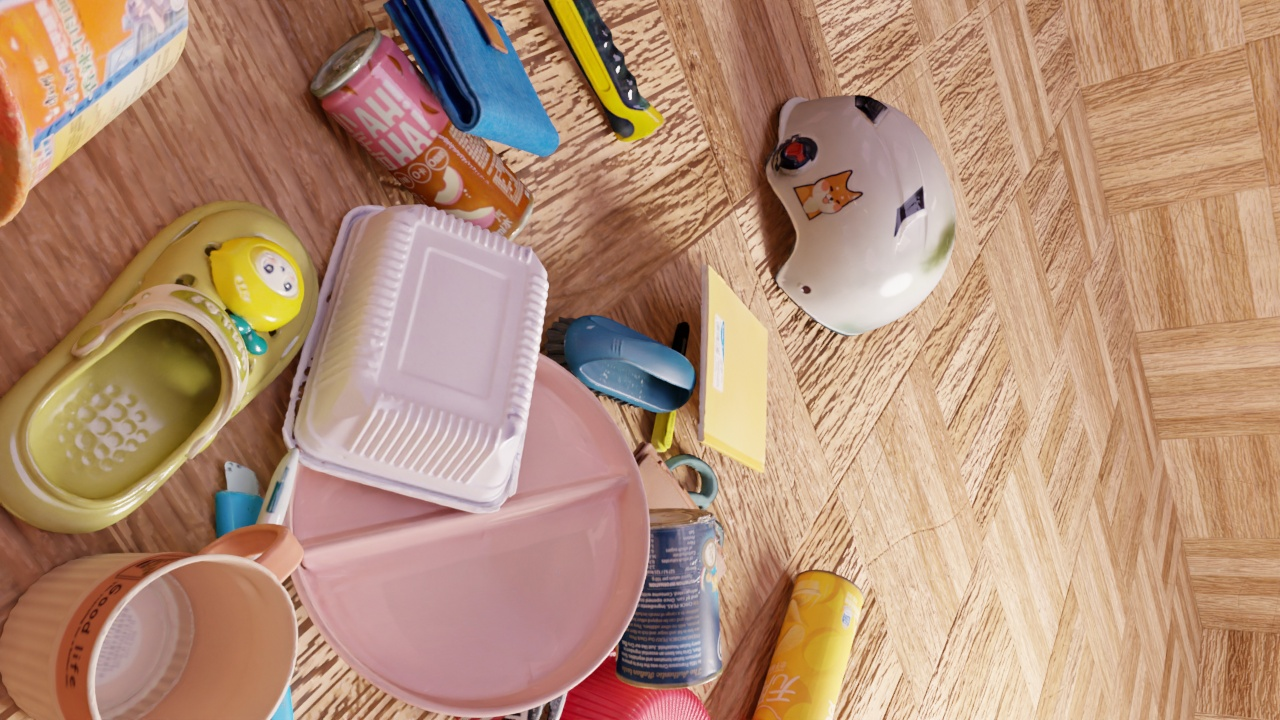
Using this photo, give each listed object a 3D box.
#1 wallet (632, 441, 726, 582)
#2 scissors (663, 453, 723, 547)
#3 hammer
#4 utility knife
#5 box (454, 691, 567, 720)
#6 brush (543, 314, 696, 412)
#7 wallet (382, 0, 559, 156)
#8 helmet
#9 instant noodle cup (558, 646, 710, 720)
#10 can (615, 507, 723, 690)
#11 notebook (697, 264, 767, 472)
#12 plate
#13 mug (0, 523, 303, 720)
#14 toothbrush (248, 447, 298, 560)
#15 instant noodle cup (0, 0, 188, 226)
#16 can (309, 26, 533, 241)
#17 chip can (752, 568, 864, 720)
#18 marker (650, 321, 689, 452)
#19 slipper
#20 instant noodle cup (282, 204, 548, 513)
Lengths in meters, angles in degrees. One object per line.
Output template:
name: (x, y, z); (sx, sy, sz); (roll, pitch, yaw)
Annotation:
wallet: (0.011, 0.143, 0.704); (0.107, 0.031, 0.132); (-51, 121, -33)
scissors: (0.015, 0.118, 0.749); (0.185, 0.019, 0.129); (21, 69, -49)
hammer: (-0.070, -0.288, 0.657); (0.323, 0.126, 0.031); (56, 37, -44)
utility knife: (-0.202, 0.131, 0.476); (0.034, 0.018, 0.159); (-3, 85, -51)
box: (-0.081, 0.160, 0.597); (0.087, 0.076, 0.162); (18, 71, -25)
brush: (-0.004, 0.004, 0.701); (0.143, 0.074, 0.055); (25, 70, -48)
wallet: (-0.103, -0.188, 0.593); (0.106, 0.040, 0.133); (63, 16, 2)
helmet: (0.252, -0.167, 0.984); (0.229, 0.157, 0.273); (13, 74, -50)
instant noodle cup: (-0.005, 0.299, 0.658); (0.193, 0.066, 0.193); (12, 75, -49)
can: (0.017, 0.161, 0.638); (0.075, 0.075, 0.111); (-3, 90, -52)
notebook: (0.085, 0.016, 0.811); (0.206, 0.010, 0.145); (32, 58, -66)
plate: (-0.097, 0.092, 0.548); (0.229, 0.028, 0.229); (15, 61, -29)
mug: (-0.205, 0.115, 0.403); (0.114, 0.106, 0.082); (-51, 123, -43)
toothbrush: (-0.202, 0.135, 0.455); (0.018, 0.016, 0.191); (24, 75, -29)
instant noodle cup: (-0.261, -0.142, 0.352); (0.151, 0.152, 0.111); (58, 36, -27)
can: (-0.132, -0.133, 0.576); (0.147, 0.058, 0.057); (46, 51, -37)
chip can: (0.149, 0.301, 0.845); (0.072, 0.072, 0.212); (55, 45, -30)
marker: (0.028, 0.021, 0.786); (0.018, 0.015, 0.124); (41, 52, -44)
slipper: (-0.214, 0.000, 0.435); (0.091, 0.082, 0.190); (56, 48, -32)
instant noodle cup: (-0.115, -0.012, 0.529); (0.138, 0.061, 0.173); (20, 57, -25)
